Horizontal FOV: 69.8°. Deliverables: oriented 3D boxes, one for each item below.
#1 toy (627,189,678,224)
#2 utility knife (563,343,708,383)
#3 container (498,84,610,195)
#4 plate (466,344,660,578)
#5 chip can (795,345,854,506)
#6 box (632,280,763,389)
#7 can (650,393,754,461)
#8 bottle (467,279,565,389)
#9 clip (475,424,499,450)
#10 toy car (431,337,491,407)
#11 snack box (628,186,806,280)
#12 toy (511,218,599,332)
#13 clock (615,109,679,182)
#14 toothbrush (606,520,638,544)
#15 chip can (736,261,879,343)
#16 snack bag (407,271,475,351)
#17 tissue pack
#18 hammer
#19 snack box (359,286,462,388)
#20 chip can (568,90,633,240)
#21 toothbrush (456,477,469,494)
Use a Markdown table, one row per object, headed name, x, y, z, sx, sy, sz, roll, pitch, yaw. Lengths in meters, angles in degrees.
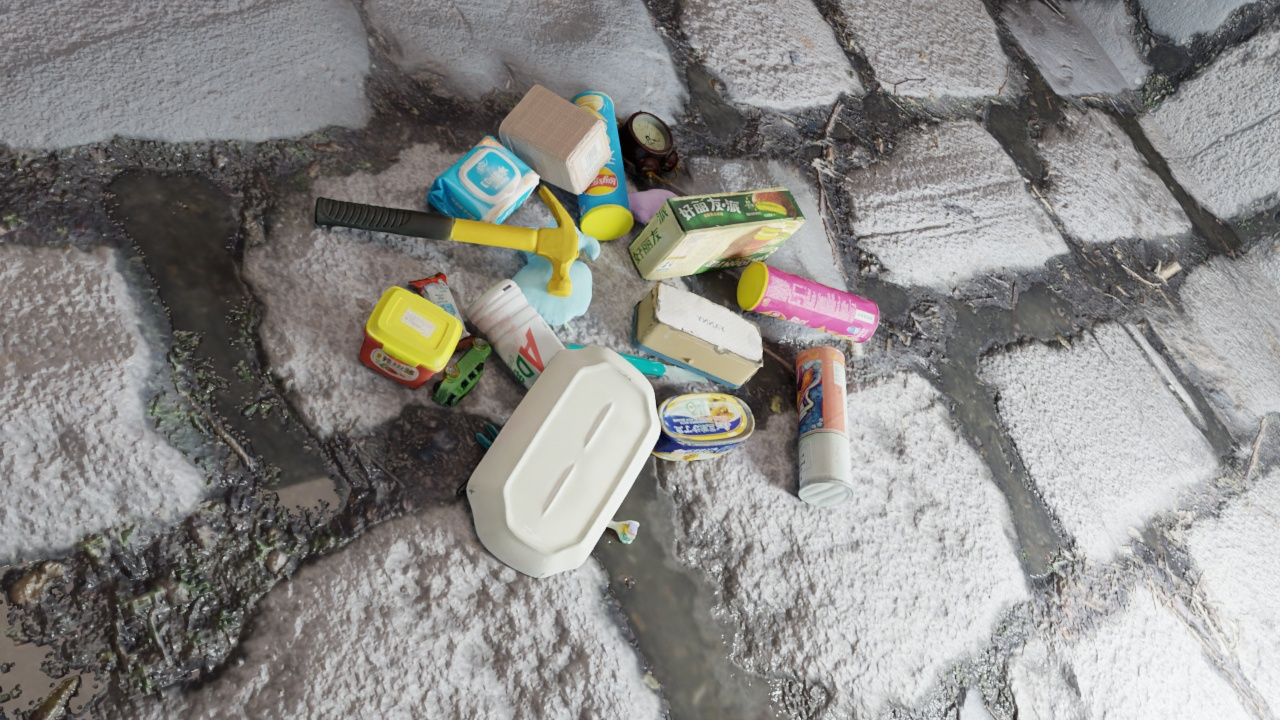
| name | x | y | z | sx | sy | sz | roll | pitch | yaw |
| --- | --- | --- | --- | --- | --- | --- | --- | --- | --- |
| toy | 0.018 | -0.218 | 1.295 | 0.084 | 0.039 | 0.107 | 36 | 37 | 31 |
| utility knife | -0.007 | 0.007 | 1.162 | 0.215 | 0.013 | 0.029 | 11 | 50 | -25 |
| container | -0.107 | -0.282 | 1.189 | 0.111 | 0.090 | 0.090 | 30 | 73 | 19 |
| plate | -0.071 | 0.104 | 0.992 | 0.162 | 0.034 | 0.265 | 41 | 66 | -16 |
| chip can | 0.247 | 0.084 | 1.238 | 0.071 | 0.071 | 0.214 | 20 | 53 | -21 |
| box | 0.071 | -0.035 | 1.203 | 0.184 | 0.061 | 0.089 | 22 | 43 | -17 |
| can | 0.071 | 0.081 | 1.142 | 0.148 | 0.049 | 0.074 | 0 | 63 | -33 |
| bottle | -0.116 | 0.000 | 1.059 | 0.197 | 0.068 | 0.068 | 51 | 48 | -3 |
| clip | -0.157 | 0.097 | 1.012 | 0.056 | 0.014 | 0.042 | 48 | 48 | 4 |
| toy car | -0.196 | 0.013 | 1.019 | 0.036 | 0.043 | 0.091 | 36 | 51 | -5 |
| snack box | 0.110 | -0.178 | 1.284 | 0.239 | 0.115 | 0.063 | -13 | 69 | -37 |
| toy | -0.107 | -0.107 | 1.143 | 0.161 | 0.050 | 0.156 | -22 | 67 | -30 |
| clock | 0.010 | -0.307 | 1.340 | 0.081 | 0.055 | 0.122 | -27 | 80 | -41 |
| toothbrush | -0.089 | 0.163 | 1.010 | 0.189 | 0.029 | 0.020 | 22 | 11 | -19 |
| chip can | 0.247 | -0.082 | 1.342 | 0.210 | 0.072 | 0.071 | 15 | 55 | -25 |
| snack bag | -0.226 | -0.056 | 1.053 | 0.048 | 0.026 | 0.104 | -21 | 76 | -32 |
| tissue pack | -0.195 | -0.217 | 1.148 | 0.090 | 0.063 | 0.139 | 40 | 49 | -5 |
| hammer | -0.219 | -0.154 | 1.065 | 0.300 | 0.033 | 0.128 | 6 | 80 | -13 |
| snack box | -0.249 | -0.022 | 0.981 | 0.091 | 0.080 | 0.081 | 29 | 51 | -14 |
| chip can | -0.058 | -0.270 | 1.263 | 0.071 | 0.071 | 0.210 | 8 | 58 | -29 |
| toothbrush | -0.131 | 0.084 | 0.999 | 0.180 | 0.016 | 0.018 | -42 | 108 | -22 |
